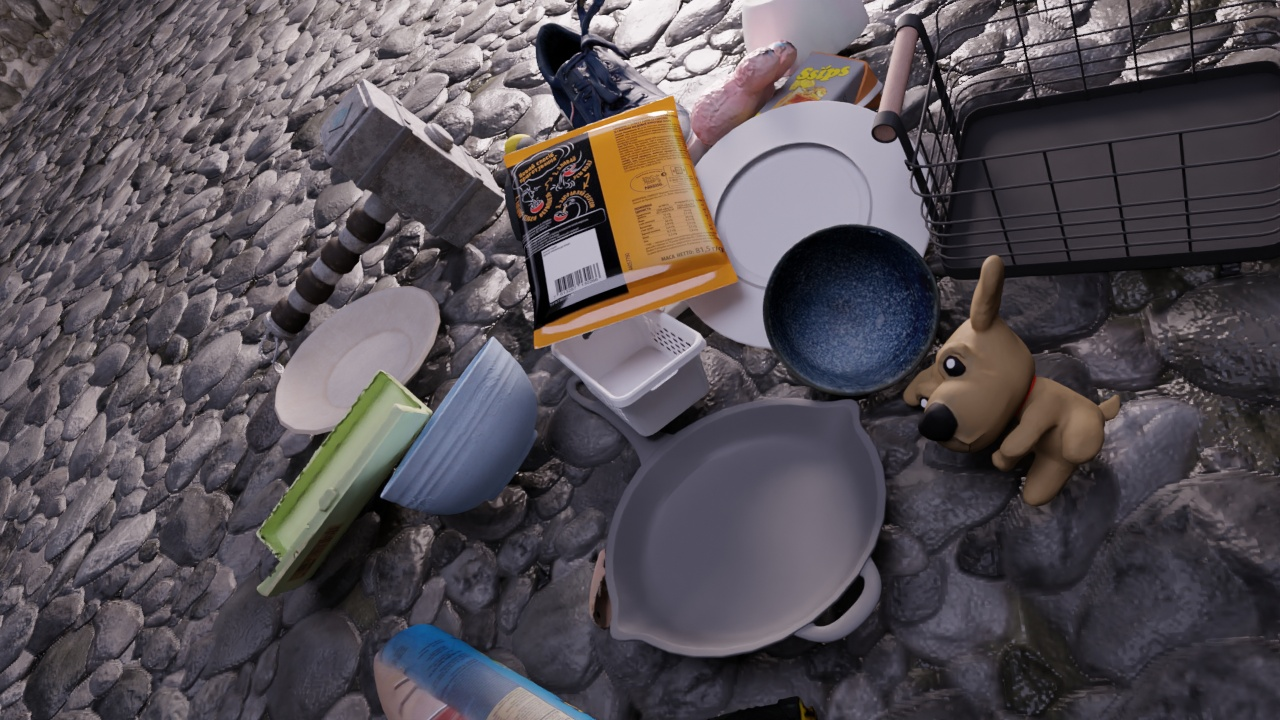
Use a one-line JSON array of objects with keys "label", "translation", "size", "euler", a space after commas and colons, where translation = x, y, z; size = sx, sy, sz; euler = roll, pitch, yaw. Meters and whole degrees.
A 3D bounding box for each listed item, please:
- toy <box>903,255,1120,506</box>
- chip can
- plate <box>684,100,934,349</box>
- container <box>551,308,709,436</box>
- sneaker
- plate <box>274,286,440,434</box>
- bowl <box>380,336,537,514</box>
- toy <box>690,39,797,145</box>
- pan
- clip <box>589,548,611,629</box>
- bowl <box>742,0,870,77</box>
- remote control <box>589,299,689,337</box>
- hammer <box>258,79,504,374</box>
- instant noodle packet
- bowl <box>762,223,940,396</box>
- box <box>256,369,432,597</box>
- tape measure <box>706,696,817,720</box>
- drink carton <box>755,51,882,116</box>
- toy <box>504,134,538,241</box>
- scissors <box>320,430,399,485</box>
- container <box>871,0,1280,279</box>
[{"label": "toy", "translation": [0.213, 0.022, 0.533], "size": [0.108, 0.134, 0.105], "euler": [39, 58, 19]}, {"label": "chip can", "translation": [-0.080, 0.239, 0.569], "size": [0.230, 0.080, 0.079], "euler": [13, 64, 41]}, {"label": "plate", "translation": [0.116, -0.110, 0.705], "size": [0.209, 0.015, 0.208], "euler": [-8, 70, 23]}, {"label": "container", "translation": [-0.004, 0.004, 0.696], "size": [0.080, 0.049, 0.129], "euler": [-37, 33, -12]}, {"label": "sneaker", "translation": [-0.033, -0.271, 0.906], "size": [0.121, 0.127, 0.294], "euler": [-40, 46, 2]}, {"label": "plate", "translation": [-0.275, 0.003, 0.907], "size": [0.189, 0.027, 0.188], "euler": [-17, 43, 17]}, {"label": "bowl", "translation": [-0.130, 0.064, 0.724], "size": [0.151, 0.075, 0.150], "euler": [-52, 10, 13]}, {"label": "toy", "translation": [0.092, -0.235, 0.805], "size": [0.108, 0.053, 0.105], "euler": [-34, -11, -48]}, {"label": "pan", "translation": [0.035, 0.084, 0.643], "size": [0.216, 0.024, 0.355], "euler": [-43, 37, -9]}, {"label": "clip", "translation": [-0.013, 0.152, 0.627], "size": [0.041, 0.024, 0.060], "euler": [-16, 46, 24]}, {"label": "bowl", "translation": [0.144, -0.318, 0.843], "size": [0.116, 0.066, 0.116], "euler": [-24, 32, 16]}, {"label": "remote control", "translation": [0.011, -0.044, 0.773], "size": [0.136, 0.013, 0.043], "euler": [-40, 44, 1]}, {"label": "hammer", "translation": [-0.310, -0.118, 0.964], "size": [0.327, 0.177, 0.079], "euler": [-46, 42, 13]}, {"label": "instant noodle packet", "translation": [-0.025, -0.121, 0.751], "size": [0.160, 0.032, 0.220], "euler": [-18, 55, 6]}, {"label": "bowl", "translation": [0.143, -0.034, 0.632], "size": [0.114, 0.060, 0.114], "euler": [1, 93, 9]}, {"label": "box", "translation": [-0.251, 0.107, 0.781], "size": [0.188, 0.064, 0.130], "euler": [-54, 24, -2]}, {"label": "tape measure", "translation": [0.065, 0.225, 0.505], "size": [0.067, 0.038, 0.062], "euler": [-19, 48, 20]}, {"label": "drink carton", "translation": [0.140, -0.200, 0.782], "size": [0.124, 0.048, 0.076], "euler": [-49, 44, -8]}, {"label": "toy", "translation": [-0.067, -0.155, 0.859], "size": [0.119, 0.097, 0.099], "euler": [4, 76, 28]}, {"label": "scissors", "translation": [-0.282, 0.081, 0.874], "size": [0.179, 0.015, 0.199], "euler": [-42, 43, -2]}, {"label": "container", "translation": [0.291, -0.160, 0.588], "size": [0.242, 0.130, 0.162], "euler": [-1, 56, 34]}]
